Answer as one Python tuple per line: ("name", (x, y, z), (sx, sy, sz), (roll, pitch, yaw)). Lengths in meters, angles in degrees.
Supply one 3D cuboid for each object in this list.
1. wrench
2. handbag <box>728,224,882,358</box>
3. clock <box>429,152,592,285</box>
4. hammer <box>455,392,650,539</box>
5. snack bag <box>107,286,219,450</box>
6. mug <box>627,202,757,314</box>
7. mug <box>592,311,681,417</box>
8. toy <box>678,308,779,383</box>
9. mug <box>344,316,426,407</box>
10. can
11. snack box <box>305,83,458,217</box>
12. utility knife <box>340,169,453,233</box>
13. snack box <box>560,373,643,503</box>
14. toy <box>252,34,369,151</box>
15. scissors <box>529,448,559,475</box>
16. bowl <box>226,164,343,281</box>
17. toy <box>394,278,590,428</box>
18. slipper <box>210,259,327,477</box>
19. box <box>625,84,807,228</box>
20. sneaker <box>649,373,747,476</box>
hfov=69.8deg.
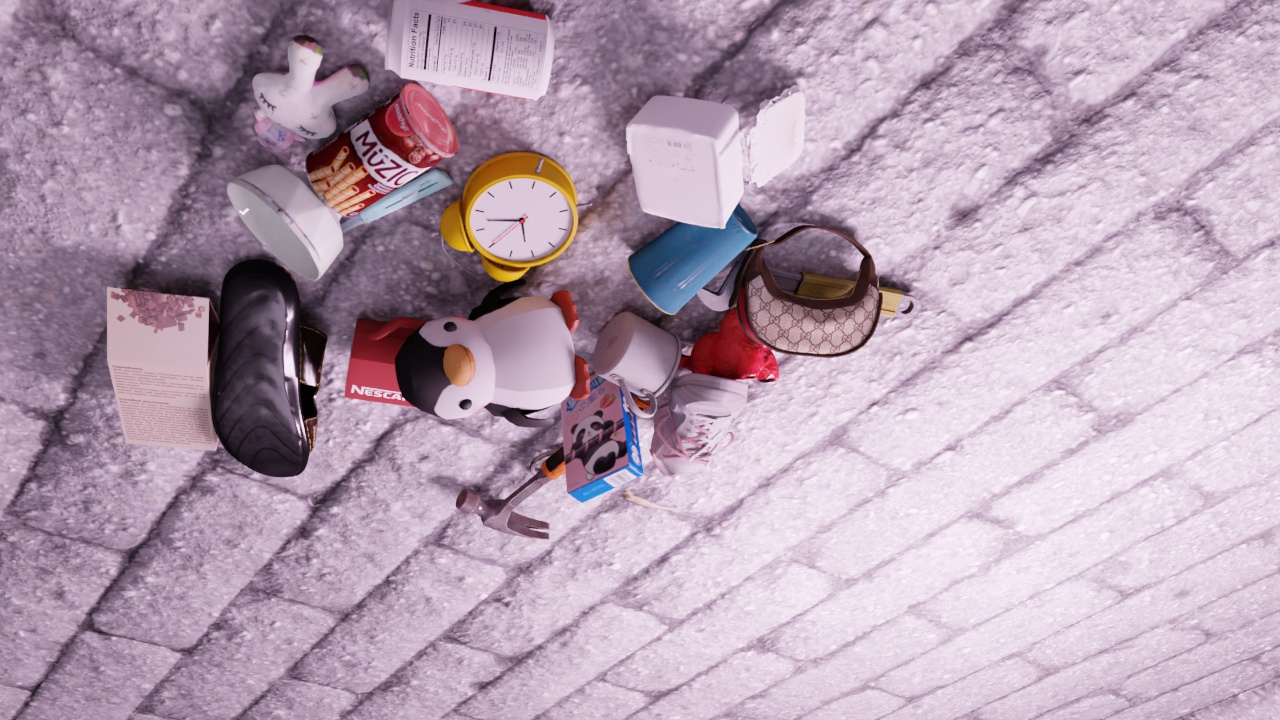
("wrench", (0.190, -0.077, 1.025), (0.273, 0.018, 0.084), (9, 113, -17))
("handbag", (0.177, -0.076, 0.986), (0.166, 0.063, 0.138), (5, 97, -12))
("clock", (-0.129, -0.138, 0.911), (0.152, 0.052, 0.113), (-35, 130, 22))
("hammer", (-0.092, 0.137, 1.194), (0.137, 0.035, 0.315), (33, 123, -29))
("snack bag", (-0.510, 0.003, 0.994), (0.094, 0.069, 0.207), (6, 135, -14))
("mug", (0.056, -0.114, 0.946), (0.122, 0.078, 0.078), (-38, 129, 22))
("mug", (-0.006, 0.006, 1.032), (0.070, 0.113, 0.085), (27, 143, -28))
("toy", (0.094, -0.020, 1.070), (0.133, 0.094, 0.088), (-3, 174, 30))
("mug", (-0.267, -0.006, 1.007), (0.096, 0.080, 0.117), (9, 136, -17))
("can", (-0.142, -0.262, 0.764), (0.132, 0.070, 0.070), (6, 135, -13))
("snack box", (-0.234, -0.188, 0.829), (0.121, 0.072, 0.072), (-26, 133, 20))
("utility knife", (-0.248, -0.155, 0.905), (0.141, 0.015, 0.022), (-21, 136, 19))
("snack box", (-0.048, 0.083, 1.075), (0.088, 0.154, 0.033), (-27, 136, 21))
("toy", (-0.298, -0.227, 0.805), (0.123, 0.038, 0.079), (-36, 136, 30))
("scissors", (-0.079, 0.118, 1.211), (0.158, 0.012, 0.171), (-23, 133, 14))
("bowl", (-0.323, -0.138, 0.862), (0.117, 0.061, 0.118), (34, 155, 18))
("toy", (-0.170, 0.003, 0.963), (0.183, 0.159, 0.140), (-12, 180, -36))
("slipper", (-0.406, 0.010, 1.009), (0.113, 0.075, 0.268), (5, 117, -6))
("box", (0.084, -0.206, 0.861), (0.152, 0.131, 0.107), (14, 144, 24))
("sneaker", (0.063, 0.086, 1.079), (0.099, 0.089, 0.237), (7, 160, -8))
